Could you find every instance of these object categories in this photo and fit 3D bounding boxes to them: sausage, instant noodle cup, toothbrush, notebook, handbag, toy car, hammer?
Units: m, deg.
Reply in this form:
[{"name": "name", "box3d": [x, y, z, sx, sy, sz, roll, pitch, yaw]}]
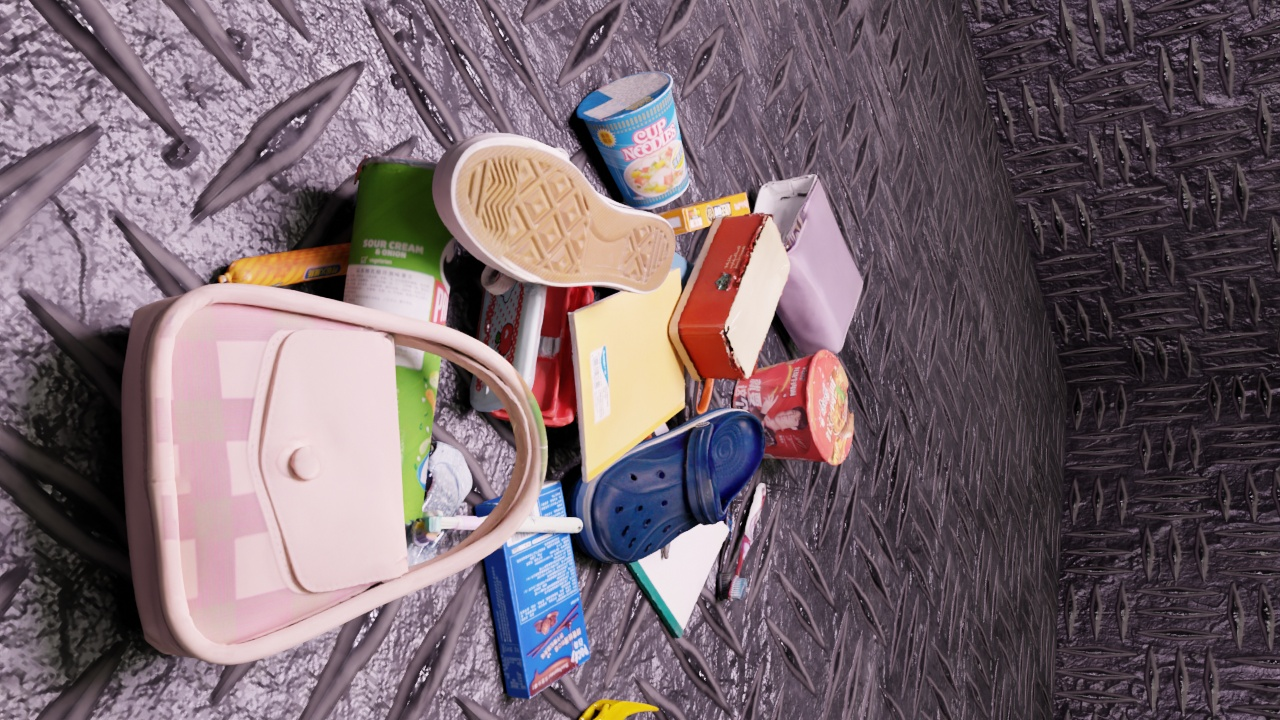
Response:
[{"name": "sausage", "box3d": [-0.211, -0.066, 0.617, 0.164, 0.021, 0.021, -22, 102, -56]}, {"name": "instant noodle cup", "box3d": [0.001, -0.215, 0.913, 0.099, 0.099, 0.110, -62, 140, -42]}, {"name": "toothbrush", "box3d": [0.129, 0.207, 1.069, 0.016, 0.017, 0.187, 68, 29, -29]}, {"name": "notebook", "box3d": [-0.005, 0.005, 0.822, 0.205, 0.010, 0.146, -32, 123, -59]}, {"name": "handbag", "box3d": [-0.164, 0.057, 0.528, 0.233, 0.094, 0.193, -2, 87, -33]}, {"name": "handbag", "box3d": [0.211, -0.120, 1.204, 0.197, 0.099, 0.144, 54, 41, -38]}, {"name": "toothbrush", "box3d": [0.103, 0.181, 1.055, 0.014, 0.016, 0.189, 39, 51, -52]}, {"name": "toy car", "box3d": [-0.153, 0.105, 0.663, 0.049, 0.031, 0.105, 58, 39, -36]}, {"name": "hammer", "box3d": [0.004, 0.440, 0.837, 0.128, 0.033, 0.301, -39, 116, -51]}, {"name": "toothbrush", "box3d": [-0.100, 0.126, 0.697, 0.189, 0.020, 0.029, 16, 107, -58]}, {"name": "notebook", "box3d": [0.022, 0.159, 0.937, 0.209, 0.012, 0.150, 61, 40, -29]}, {"name": "instant noodle cup", "box3d": [0.182, 0.061, 1.113, 0.137, 0.109, 0.137, 16, 70, -55]}]

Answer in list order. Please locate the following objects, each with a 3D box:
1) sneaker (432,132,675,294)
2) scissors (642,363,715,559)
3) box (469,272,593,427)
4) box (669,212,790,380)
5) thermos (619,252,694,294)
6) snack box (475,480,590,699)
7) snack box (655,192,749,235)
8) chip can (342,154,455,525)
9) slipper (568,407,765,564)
[{"name": "sneaker", "box3d": [-0.068, -0.099, 0.651, 0.240, 0.088, 0.118, 9, 96, -57]}, {"name": "scissors", "box3d": [0.034, 0.083, 0.943, 0.233, 0.022, 0.220, 47, 54, -40]}, {"name": "box", "box3d": [-0.081, -0.054, 0.737, 0.095, 0.100, 0.201, 10, 71, -12]}, {"name": "box", "box3d": [0.101, -0.063, 0.919, 0.091, 0.078, 0.167, 59, 43, -42]}, {"name": "thermos", "box3d": [0.014, -0.088, 0.925, 0.220, 0.070, 0.070, 26, 62, -52]}, {"name": "snack box", "box3d": [-0.087, 0.184, 0.752, 0.084, 0.026, 0.157, -13, 94, -57]}, {"name": "snack box", "box3d": [0.053, -0.154, 0.988, 0.153, 0.075, 0.026, -28, 107, -56]}, {"name": "chip can", "box3d": [-0.165, -0.011, 0.604, 0.072, 0.072, 0.236, 14, 81, -55]}, {"name": "slipper", "box3d": [0.045, 0.119, 0.863, 0.252, 0.095, 0.105, -24, 108, -43]}]
